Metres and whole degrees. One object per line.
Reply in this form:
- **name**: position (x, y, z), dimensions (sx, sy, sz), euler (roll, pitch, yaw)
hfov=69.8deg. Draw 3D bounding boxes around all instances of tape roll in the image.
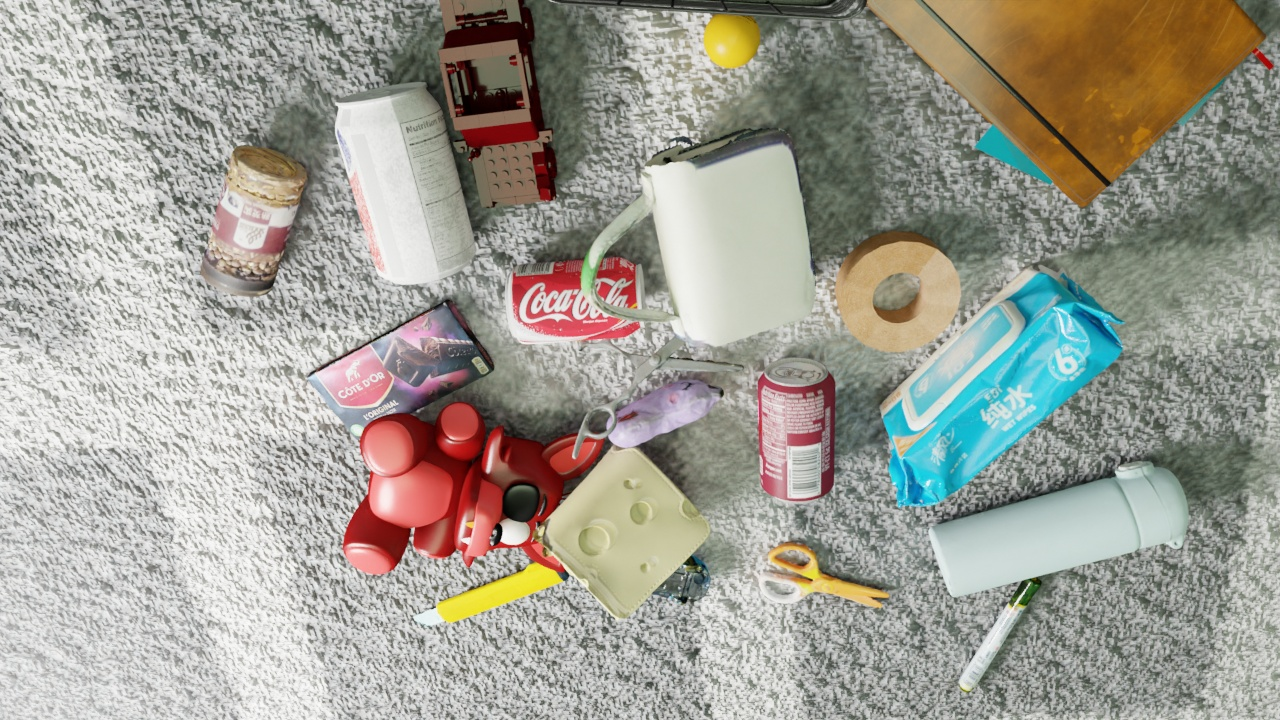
- **tape roll**: position (0.205, -0.055, 0.733), dimensions (0.094, 0.027, 0.094), euler (1, 116, 2)

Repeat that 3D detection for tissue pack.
- **tissue pack**: position (0.268, 0.021, 0.718), dimensions (0.066, 0.116, 0.210), euler (38, 111, -8)

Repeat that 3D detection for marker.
- **marker**: position (0.345, 0.265, 0.886), dimensions (0.017, 0.017, 0.147), euler (17, 115, -5)

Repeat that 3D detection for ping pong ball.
- **ping pong ball**: position (0.065, -0.228, 0.650), dimensions (0.040, 0.040, 0.040), euler (1, 116, 2)

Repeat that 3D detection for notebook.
- **notebook**: position (0.298, -0.231, 0.651), dimensions (0.249, 0.014, 0.179), euler (37, 111, -14)

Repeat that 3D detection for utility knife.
- **utility knife**: position (-0.147, 0.228, 0.892), dimensions (0.175, 0.017, 0.030), euler (-24, 107, 13)

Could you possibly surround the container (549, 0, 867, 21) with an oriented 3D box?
- **container**: position (0.042, -0.303, 0.565), dimensions (0.241, 0.130, 0.163), euler (4, 116, 1)

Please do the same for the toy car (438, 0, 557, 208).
- **toy car**: position (-0.103, -0.191, 0.663), dimensions (0.070, 0.061, 0.170), euler (-5, 115, 5)

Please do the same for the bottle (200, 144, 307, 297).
- **bottle**: position (-0.302, -0.108, 0.716), dimensions (0.056, 0.056, 0.105), euler (24, 114, -9)

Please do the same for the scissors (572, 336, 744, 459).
- **scissors**: position (0.001, 0.013, 0.740), dimensions (0.142, 0.014, 0.171), euler (24, 73, 18)

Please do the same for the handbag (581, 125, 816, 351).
- **handbag**: position (0.034, -0.084, 0.684), dimensions (0.175, 0.074, 0.151), euler (-21, 115, -15)

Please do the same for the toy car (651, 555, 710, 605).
- **toy car**: position (0.013, 0.197, 0.860), dimensions (0.105, 0.032, 0.048), euler (11, 115, 0)

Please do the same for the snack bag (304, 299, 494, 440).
- **snack bag**: position (-0.206, 0.010, 0.791), dimensions (0.155, 0.018, 0.074), euler (-26, 113, 16)

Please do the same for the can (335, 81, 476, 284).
- **can**: position (-0.175, -0.132, 0.687), dimensions (0.078, 0.078, 0.136), euler (-7, 115, 6)

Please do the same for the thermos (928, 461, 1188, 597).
- **thermos**: position (0.364, 0.149, 0.802), dimensions (0.207, 0.065, 0.078), euler (-19, 87, 11)

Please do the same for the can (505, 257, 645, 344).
- **can**: position (-0.050, -0.048, 0.729), dimensions (0.105, 0.064, 0.064), euler (-4, 115, 5)

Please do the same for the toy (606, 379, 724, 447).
- **toy**: position (0.017, 0.041, 0.767), dimensions (0.099, 0.080, 0.036), euler (-24, 98, -6)

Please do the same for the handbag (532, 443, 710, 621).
- **handbag**: position (-0.019, 0.146, 0.785), dimensions (0.119, 0.081, 0.111), euler (-45, 116, -10)

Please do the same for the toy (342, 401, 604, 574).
- **toy**: position (-0.144, 0.115, 0.789), dimensions (0.197, 0.120, 0.159), euler (11, 113, -12)

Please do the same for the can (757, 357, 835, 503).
- **can**: position (0.131, 0.059, 0.772), dimensions (0.063, 0.063, 0.114), euler (-3, 115, 4)

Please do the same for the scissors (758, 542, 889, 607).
- **scissors**: position (0.175, 0.219, 0.874), dimensions (0.131, 0.012, 0.074), euler (24, 115, -7)
